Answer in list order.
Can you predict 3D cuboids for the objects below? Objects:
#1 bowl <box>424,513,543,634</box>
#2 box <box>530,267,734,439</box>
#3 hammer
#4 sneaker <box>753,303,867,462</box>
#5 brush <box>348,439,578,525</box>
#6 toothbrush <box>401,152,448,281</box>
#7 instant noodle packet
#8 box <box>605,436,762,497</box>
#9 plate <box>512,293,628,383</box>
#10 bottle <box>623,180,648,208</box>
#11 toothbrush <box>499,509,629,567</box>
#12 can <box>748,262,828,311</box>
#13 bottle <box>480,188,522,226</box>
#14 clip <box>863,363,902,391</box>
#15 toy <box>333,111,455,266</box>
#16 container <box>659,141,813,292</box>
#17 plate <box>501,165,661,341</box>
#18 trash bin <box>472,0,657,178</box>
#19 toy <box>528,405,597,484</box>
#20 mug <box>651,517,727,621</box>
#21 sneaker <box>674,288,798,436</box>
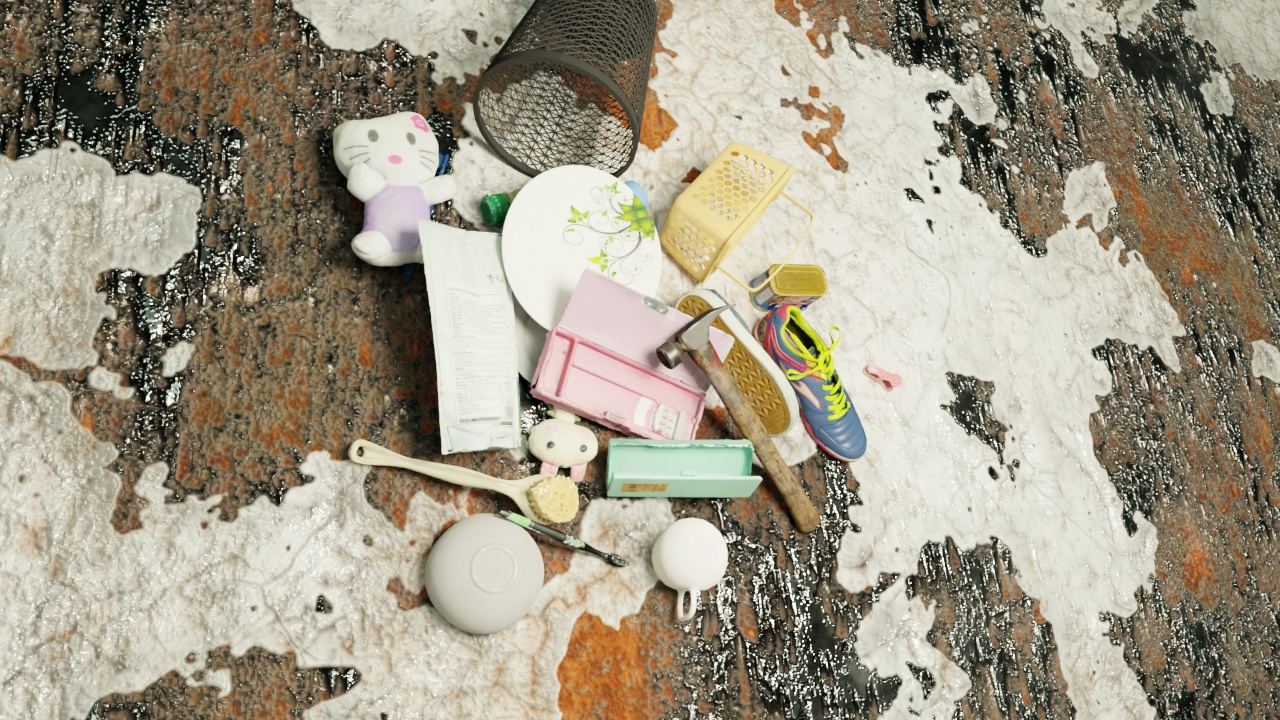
[{"bbox_3d":[-0.172,0.239,1.037,0.131,0.065,0.131,8,69,-20],"label":"bowl"},{"bbox_3d":[-0.010,0.006,1.172,0.232,0.055,0.180,26,83,-22],"label":"box"},{"bbox_3d":[0.152,0.085,1.198,0.119,0.033,0.330,-38,106,-16],"label":"hammer"},{"bbox_3d":[0.248,0.032,1.274,0.116,0.091,0.242,-32,87,-31],"label":"sneaker"},{"bbox_3d":[-0.202,0.137,1.066,0.272,0.078,0.061,17,57,-11],"label":"brush"},{"bbox_3d":[-0.276,-0.187,1.174,0.017,0.016,0.189,14,67,-10],"label":"toothbrush"},{"bbox_3d":[-0.200,-0.026,1.088,0.146,0.057,0.269,3,78,-56],"label":"instant noodle packet"},{"bbox_3d":[0.053,0.146,1.131,0.188,0.079,0.077,3,111,-11],"label":"box"},{"bbox_3d":[-0.096,-0.030,1.191,0.172,0.019,0.172,8,69,-20],"label":"plate"},{"bbox_3d":[-0.050,-0.197,1.254,0.130,0.048,0.048,-37,89,-29],"label":"bottle"},{"bbox_3d":[-0.087,0.211,1.084,0.188,0.017,0.014,29,68,-29],"label":"toothbrush"},{"bbox_3d":[0.214,-0.105,1.327,0.099,0.059,0.054,-2,72,-23],"label":"can"},{"bbox_3d":[-0.156,-0.209,1.218,0.109,0.043,0.042,-19,80,-29],"label":"bottle"},{"bbox_3d":[0.360,0.023,1.358,0.057,0.035,0.022,29,66,-7],"label":"clip"},{"bbox_3d":[-0.300,-0.209,1.126,0.137,0.086,0.209,-4,68,-24],"label":"toy"},{"bbox_3d":[0.141,-0.191,1.284,0.167,0.129,0.182,37,59,5],"label":"container"},{"bbox_3d":[-0.078,-0.137,1.194,0.229,0.030,0.229,3,85,-30],"label":"plate"},{"bbox_3d":[-0.082,-0.396,1.230,0.217,0.218,0.242,24,58,-14],"label":"trash bin"},{"bbox_3d":[-0.095,0.100,1.132,0.087,0.050,0.112,11,76,-19],"label":"toy"},{"bbox_3d":[0.061,0.255,1.123,0.090,0.076,0.123,13,67,-18],"label":"mug"},{"bbox_3d":[0.143,-0.007,1.254,0.235,0.088,0.079,54,36,-1],"label":"sneaker"}]
